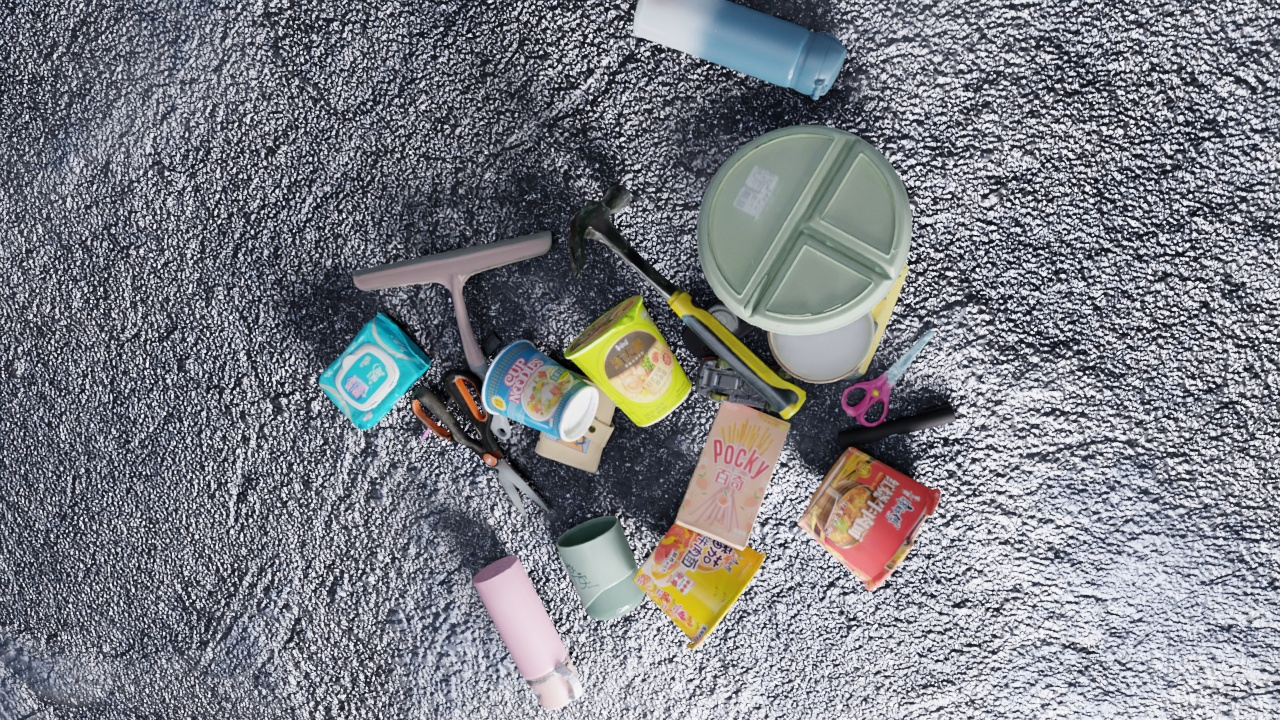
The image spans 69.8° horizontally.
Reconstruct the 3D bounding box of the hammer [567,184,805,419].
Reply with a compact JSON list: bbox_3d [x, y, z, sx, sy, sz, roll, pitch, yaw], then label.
[{"bbox_3d":[0.051,-0.054,1.008,0.323,0.125,0.032,43,143,1],"label":"hammer"}]

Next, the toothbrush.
[{"bbox_3d":[-0.230,0.041,1.152,0.018,0.014,0.189,37,109,0],"label":"toothbrush"}]

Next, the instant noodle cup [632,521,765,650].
[{"bbox_3d":[0.065,0.251,1.086,0.110,0.137,0.138,37,108,9],"label":"instant noodle cup"}]

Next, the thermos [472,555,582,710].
[{"bbox_3d":[-0.138,0.352,1.179,0.087,0.067,0.198,-18,100,52],"label":"thermos"}]

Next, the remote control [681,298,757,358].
[{"bbox_3d":[0.108,-0.053,1.051,0.137,0.024,0.053,-36,96,19],"label":"remote control"}]

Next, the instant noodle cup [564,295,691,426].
[{"bbox_3d":[-0.006,0.006,1.054,0.112,0.111,0.123,-35,103,18],"label":"instant noodle cup"}]

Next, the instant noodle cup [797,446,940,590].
[{"bbox_3d":[0.250,0.171,1.029,0.108,0.137,0.138,35,108,11],"label":"instant noodle cup"}]

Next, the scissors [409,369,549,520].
[{"bbox_3d":[-0.188,0.103,1.132,0.229,0.021,0.190,31,128,3],"label":"scissors"}]

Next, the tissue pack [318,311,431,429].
[{"bbox_3d":[-0.331,0.013,1.147,0.093,0.050,0.134,45,108,-1],"label":"tissue pack"}]

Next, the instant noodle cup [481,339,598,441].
[{"bbox_3d":[-0.111,0.040,1.067,0.110,0.099,0.099,25,109,26],"label":"instant noodle cup"}]

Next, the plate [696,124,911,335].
[{"bbox_3d":[0.171,-0.142,0.980,0.230,0.027,0.230,-1,86,13],"label":"plate"}]

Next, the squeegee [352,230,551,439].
[{"bbox_3d":[-0.197,-0.010,1.103,0.248,0.040,0.250,-11,111,8],"label":"squeegee"}]

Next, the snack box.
[{"bbox_3d":[0.106,0.130,1.057,0.084,0.026,0.157,21,76,6],"label":"snack box"}]

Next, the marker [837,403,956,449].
[{"bbox_3d":[0.291,0.076,1.049,0.132,0.020,0.022,-16,85,15],"label":"marker"}]

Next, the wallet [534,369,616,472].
[{"bbox_3d":[-0.075,0.075,1.125,0.087,0.024,0.115,21,106,11],"label":"wallet"}]

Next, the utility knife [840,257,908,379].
[{"bbox_3d":[0.263,-0.051,1.027,0.031,0.018,0.166,18,103,1],"label":"utility knife"}]

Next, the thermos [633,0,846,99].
[{"bbox_3d":[0.104,-0.338,0.961,0.220,0.070,0.070,21,107,5],"label":"thermos"}]

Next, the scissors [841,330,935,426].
[{"bbox_3d":[0.285,0.017,1.037,0.056,0.017,0.133,44,105,14],"label":"scissors"}]

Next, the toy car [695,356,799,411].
[{"bbox_3d":[0.123,0.025,1.056,0.120,0.045,0.053,12,101,-3],"label":"toy car"}]

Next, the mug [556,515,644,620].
[{"bbox_3d":[-0.056,0.260,1.143,0.112,0.082,0.106,-12,104,45],"label":"mug"}]

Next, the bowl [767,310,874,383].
[{"bbox_3d":[0.199,-0.031,1.012,0.113,0.062,0.113,-1,87,12],"label":"bowl"}]
